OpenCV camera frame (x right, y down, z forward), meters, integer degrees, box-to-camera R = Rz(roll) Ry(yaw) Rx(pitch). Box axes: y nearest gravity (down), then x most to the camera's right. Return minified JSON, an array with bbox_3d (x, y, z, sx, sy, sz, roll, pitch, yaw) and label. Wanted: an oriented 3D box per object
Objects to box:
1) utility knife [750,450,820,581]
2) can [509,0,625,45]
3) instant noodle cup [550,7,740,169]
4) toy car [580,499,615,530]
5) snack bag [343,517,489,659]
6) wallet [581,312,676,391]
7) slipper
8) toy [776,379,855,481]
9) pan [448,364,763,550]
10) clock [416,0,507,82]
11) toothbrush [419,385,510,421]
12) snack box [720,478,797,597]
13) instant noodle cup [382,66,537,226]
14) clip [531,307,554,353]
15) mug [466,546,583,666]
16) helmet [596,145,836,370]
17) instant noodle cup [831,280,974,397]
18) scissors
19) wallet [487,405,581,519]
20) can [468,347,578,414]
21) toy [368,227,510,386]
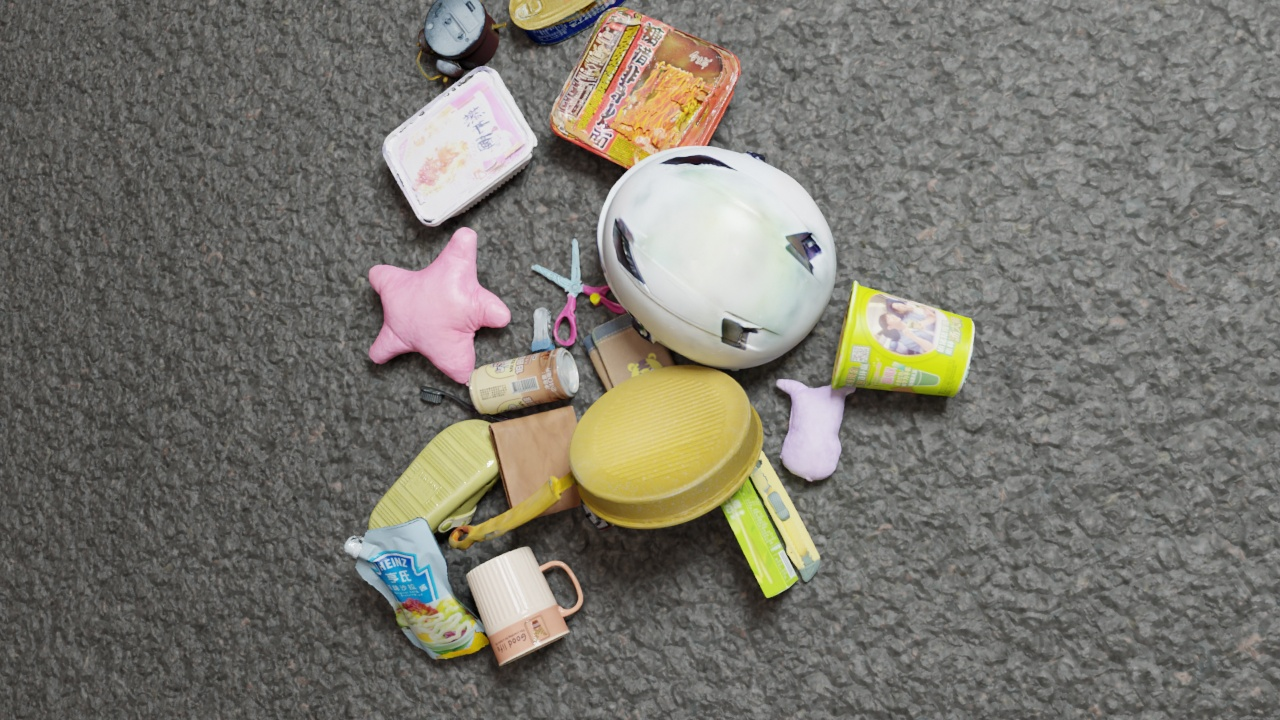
[{"bbox_3d":[0.141,0.146,0.984,0.031,0.020,0.188,-27,72,-4],"label":"utility knife"},{"bbox_3d":[-0.083,-0.437,1.098,0.148,0.049,0.074,-25,77,13],"label":"can"},{"bbox_3d":[0.011,-0.292,1.038,0.189,0.079,0.164,30,93,18],"label":"instant noodle cup"},{"bbox_3d":[-0.008,0.140,1.013,0.120,0.045,0.053,-33,78,5],"label":"toy car"},{"bbox_3d":[-0.246,0.255,1.019,0.110,0.038,0.191,-9,122,25],"label":"snack bag"},{"bbox_3d":[-0.006,0.006,1.036,0.090,0.033,0.115,-27,80,12],"label":"wallet"},{"bbox_3d":[-0.227,0.151,1.063,0.190,0.081,0.091,-44,60,-8],"label":"slipper"},{"bbox_3d":[0.179,0.073,0.966,0.084,0.039,0.108,5,87,18],"label":"toy"},{"bbox_3d":[-0.047,0.118,0.944,0.358,0.078,0.197,-18,36,8],"label":"pan"},{"bbox_3d":[-0.229,-0.399,1.136,0.122,0.055,0.082,-39,75,10],"label":"clock"},{"bbox_3d":[-0.184,0.065,1.093,0.189,0.014,0.018,19,99,18],"label":"toothbrush"},{"bbox_3d":[0.113,0.165,0.952,0.026,0.085,0.156,-29,77,12],"label":"snack box"},{"bbox_3d":[-0.211,-0.253,1.112,0.173,0.060,0.138,-33,75,10],"label":"instant noodle cup"},{"bbox_3d":[-0.115,-0.036,1.079,0.027,0.045,0.058,-7,72,19],"label":"clip"},{"bbox_3d":[-0.124,0.265,1.021,0.114,0.082,0.106,-24,75,-8],"label":"mug"},{"bbox_3d":[0.080,-0.105,0.928,0.258,0.146,0.229,38,93,-6],"label":"helmet"},{"bbox_3d":[0.263,-0.013,0.920,0.123,0.111,0.111,12,87,10],"label":"instant noodle cup"},{"bbox_3d":[-0.077,-0.076,1.072,0.133,0.017,0.131,28,86,19],"label":"scissors"},{"bbox_3d":[-0.109,0.116,1.033,0.101,0.020,0.115,-11,81,-23],"label":"wallet"},{"bbox_3d":[-0.134,0.025,1.057,0.116,0.058,0.058,-13,80,16],"label":"can"},{"bbox_3d":[-0.247,-0.048,1.095,0.195,0.074,0.178,-21,88,17],"label":"toy"}]
